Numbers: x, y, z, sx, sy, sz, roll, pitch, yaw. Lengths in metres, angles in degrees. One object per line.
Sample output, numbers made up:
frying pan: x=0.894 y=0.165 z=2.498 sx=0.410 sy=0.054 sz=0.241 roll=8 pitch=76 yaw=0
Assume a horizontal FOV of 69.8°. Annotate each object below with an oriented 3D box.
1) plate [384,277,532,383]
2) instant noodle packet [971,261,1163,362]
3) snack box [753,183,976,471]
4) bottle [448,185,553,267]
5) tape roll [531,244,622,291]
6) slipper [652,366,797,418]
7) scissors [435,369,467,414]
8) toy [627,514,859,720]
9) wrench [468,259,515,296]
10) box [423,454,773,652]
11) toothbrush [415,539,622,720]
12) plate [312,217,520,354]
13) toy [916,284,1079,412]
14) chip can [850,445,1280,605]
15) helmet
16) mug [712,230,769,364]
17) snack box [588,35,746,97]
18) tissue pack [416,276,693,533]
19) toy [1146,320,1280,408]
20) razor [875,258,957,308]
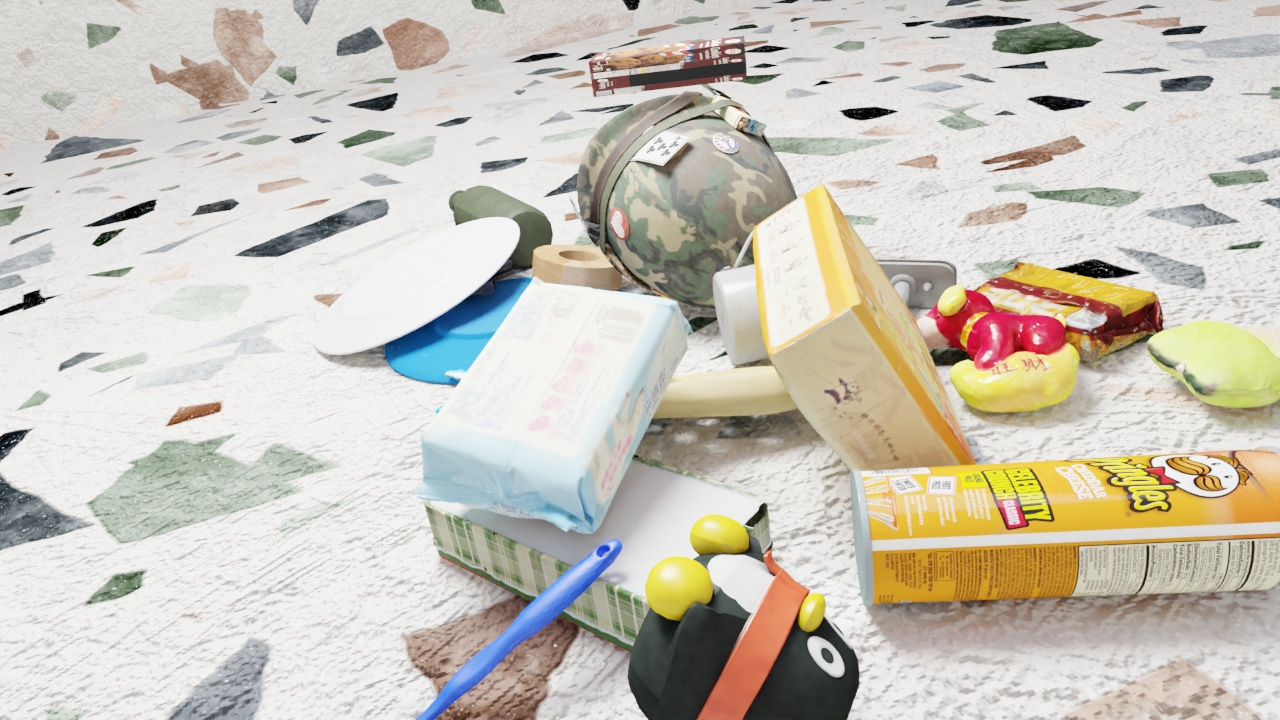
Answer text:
plate: x=-0.144 y=-0.044 z=0.909 sx=0.224 sy=0.024 sz=0.224 roll=-7 pitch=28 yaw=4
instant noodle packet: x=0.340 y=-0.041 z=0.746 sx=0.098 sy=0.040 sz=0.135 roll=-26 pitch=31 yaw=-28
snack box: x=0.141 y=-0.013 z=0.632 sx=0.081 sy=0.145 sz=0.194 roll=-32 pitch=24 yaw=21
bottle: x=-0.181 y=-0.171 z=1.109 sx=0.071 sy=0.071 sz=0.207 roll=-23 pitch=31 yaw=-24
tape roll: x=-0.065 y=-0.096 z=0.952 sx=0.094 sy=0.027 sz=0.094 roll=6 pitch=20 yaw=-2
slipper: x=-0.004 y=0.004 z=0.685 sx=0.261 sy=0.079 sz=0.111 roll=-1 pitch=6 yaw=2
scissors: x=-0.109 y=0.022 z=0.782 sx=0.134 sy=0.012 sz=0.134 roll=-24 pitch=40 yaw=-15
toy: x=0.054 y=0.145 z=0.428 sx=0.119 sy=0.100 sz=0.097 roll=28 pitch=20 yaw=15
wrench: x=-0.196 y=-0.107 z=1.020 sx=0.073 sy=0.022 sz=0.273 roll=-20 pitch=23 yaw=-16
box: x=-0.029 y=0.105 z=0.574 sx=0.206 sy=0.050 sz=0.117 roll=13 pitch=33 yaw=35
toothbrush: x=-0.080 y=0.153 z=0.474 sx=0.182 sy=0.018 sz=0.016 roll=-40 pitch=44 yaw=-13
plate: x=-0.237 y=-0.088 z=0.955 sx=0.243 sy=0.016 sz=0.242 roll=-21 pitch=30 yaw=12
toy: x=0.271 y=-0.012 z=0.689 sx=0.105 sy=0.067 sz=0.137 roll=-21 pitch=34 yaw=-5
chip can: x=0.227 y=0.090 z=0.494 sx=0.215 sy=0.075 sz=0.075 roll=-4 pitch=28 yaw=9
helmet: x=0.043 y=-0.158 z=0.875 sx=0.224 sy=0.193 sz=0.236 roll=28 pitch=21 yaw=-23
mug: x=0.100 y=-0.056 z=0.769 sx=0.070 sy=0.113 sz=0.084 roll=-12 pitch=2 yaw=-1
snack box: x=0.027 y=-0.273 z=0.851 sx=0.141 sy=0.032 sz=0.050 roll=-4 pitch=26 yaw=9
tissue pack: x=-0.050 y=0.027 z=0.573 sx=0.112 sy=0.070 sz=0.181 roll=12 pitch=50 yaw=20
toy: x=0.421 y=0.001 z=0.637 sx=0.115 sy=0.046 sz=0.092 roll=-5 pitch=28 yaw=-7
razor: x=0.219 y=-0.042 z=0.786 sx=0.088 sy=0.047 sz=0.116 roll=4 pitch=38 yaw=23
